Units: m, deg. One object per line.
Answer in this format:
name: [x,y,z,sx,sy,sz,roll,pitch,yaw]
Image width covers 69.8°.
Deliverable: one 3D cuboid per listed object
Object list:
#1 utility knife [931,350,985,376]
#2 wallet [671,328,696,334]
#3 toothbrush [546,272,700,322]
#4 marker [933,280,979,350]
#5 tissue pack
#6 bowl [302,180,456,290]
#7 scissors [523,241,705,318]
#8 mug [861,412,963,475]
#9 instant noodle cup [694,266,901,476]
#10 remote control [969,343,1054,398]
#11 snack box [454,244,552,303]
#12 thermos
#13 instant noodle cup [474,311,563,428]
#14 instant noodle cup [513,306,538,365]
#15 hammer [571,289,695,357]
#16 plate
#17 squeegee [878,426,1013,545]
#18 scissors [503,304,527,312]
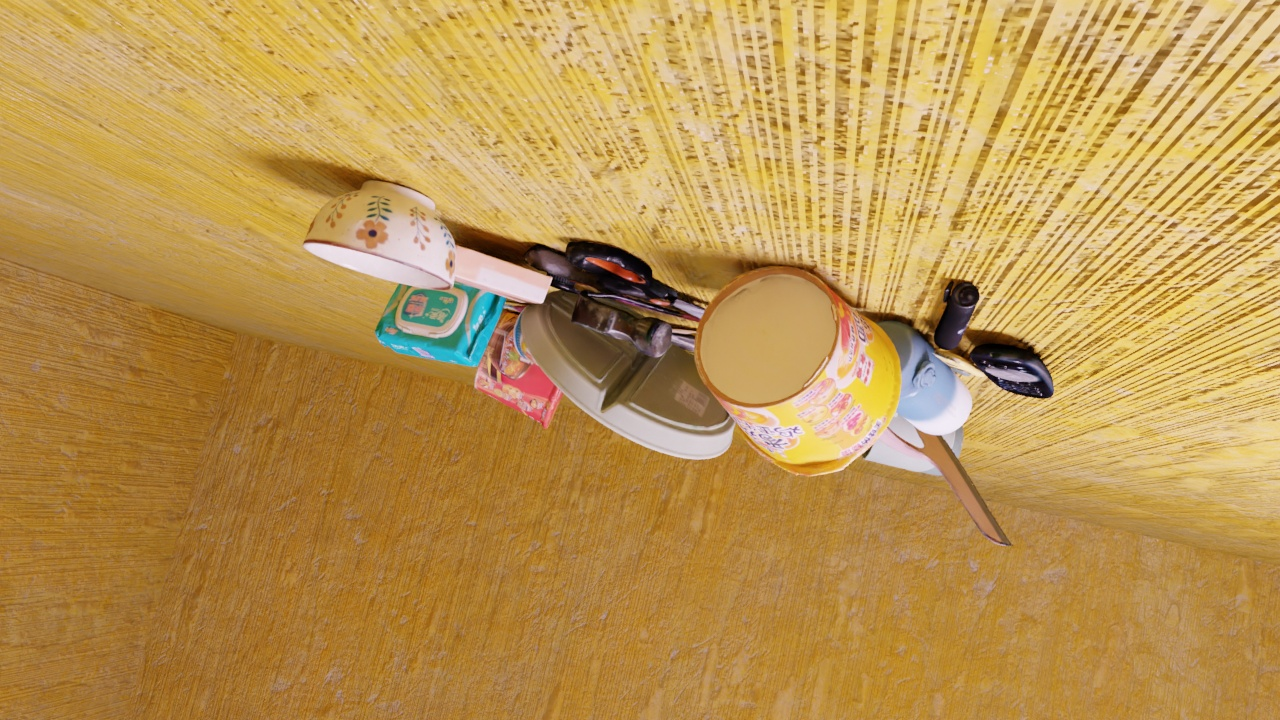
utility knife: [0.264,0.001,0.760,0.031,0.018,0.166,22,-179,27]
wallet: [0.051,-0.019,1.038,0.087,0.024,0.115,7,173,10]
toothbrush: [-0.006,-0.059,0.882,0.189,0.017,0.014,13,175,-26]
marker: [0.219,-0.030,0.643,0.022,0.020,0.132,29,177,17]
tissue pack: [-0.221,-0.047,1.027,0.134,0.093,0.050,10,157,22]
bowl: [-0.191,-0.098,0.699,0.113,0.062,0.113,14,172,2]
scissors: [0.011,-0.059,0.793,0.229,0.021,0.190,15,172,-8]
mug: [0.341,0.087,1.134,0.106,0.082,0.112,13,142,4]
instant noodle cup: [0.111,0.002,0.676,0.138,0.138,0.109,9,164,33]
remote control: [0.303,0.006,0.743,0.053,0.024,0.136,14,173,35]
snack box: [-0.132,-0.075,0.820,0.084,0.026,0.157,18,180,-14]
thermos: [0.239,0.019,0.800,0.070,0.070,0.220,9,172,30]
instant noodle cup: [-0.145,0.007,1.187,0.108,0.138,0.138,22,173,-1]
instant noodle cup: [-0.077,-0.021,1.005,0.110,0.099,0.099,17,177,38]
hammer: [0.058,-0.016,0.868,0.126,0.032,0.322,22,-173,37]
plate: [-0.005,0.005,0.854,0.230,0.028,0.229,28,-156,-14]
squeegee: [0.238,0.052,0.919,0.249,0.040,0.247,38,-158,-27]
scissors: [-0.153,-0.064,1.101,0.133,0.017,0.056,14,180,26]
